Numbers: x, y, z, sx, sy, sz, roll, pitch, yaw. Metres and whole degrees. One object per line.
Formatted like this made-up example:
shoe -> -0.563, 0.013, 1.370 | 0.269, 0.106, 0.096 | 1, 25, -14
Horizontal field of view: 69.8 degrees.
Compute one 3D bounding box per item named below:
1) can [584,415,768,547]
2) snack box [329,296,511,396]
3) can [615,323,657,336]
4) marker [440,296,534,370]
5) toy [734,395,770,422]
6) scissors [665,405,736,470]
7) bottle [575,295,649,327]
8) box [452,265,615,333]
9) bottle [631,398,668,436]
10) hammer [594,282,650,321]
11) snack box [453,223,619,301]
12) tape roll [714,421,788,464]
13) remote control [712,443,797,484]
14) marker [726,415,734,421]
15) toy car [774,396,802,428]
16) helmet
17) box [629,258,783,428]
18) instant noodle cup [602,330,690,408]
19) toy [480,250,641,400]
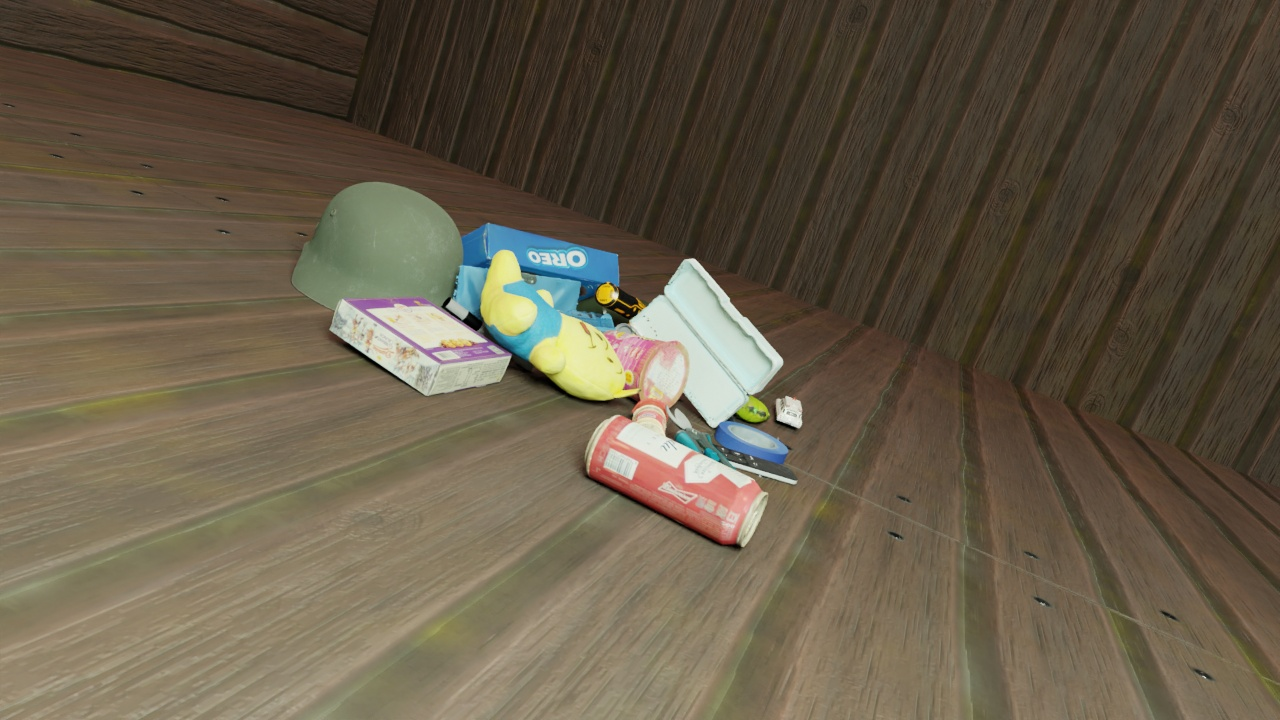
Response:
can -> 0.031, 0.112, 0.861 | 0.170, 0.067, 0.067 | 25, 14, 19
snack box -> -0.242, -0.021, 1.027 | 0.148, 0.041, 0.143 | 31, 16, 19
can -> 0.028, -0.009, 1.334 | 0.142, 0.079, 0.079 | 10, 16, -36
marker -> -0.185, -0.031, 1.133 | 0.140, 0.016, 0.016 | 39, 2, -29
toy -> 0.151, 0.065, 1.312 | 0.094, 0.036, 0.093 | 25, 6, -21
scissors -> 0.072, 0.103, 1.013 | 0.153, 0.019, 0.127 | 32, 25, 6
bottle -> -0.019, -0.067, 1.525 | 0.071, 0.071, 0.206 | 29, 16, 35
box -> -0.148, -0.076, 1.246 | 0.094, 0.102, 0.231 | -23, -17, 37
bottle -> 0.009, 0.075, 1.039 | 0.044, 0.044, 0.109 | 19, 13, -2
hammer -> 0.013, -0.063, 1.409 | 0.123, 0.036, 0.320 | 66, 16, 18
snack box -> -0.183, -0.133, 1.381 | 0.238, 0.056, 0.196 | 8, -15, -41
tape roll -> 0.141, 0.105, 1.169 | 0.093, 0.016, 0.091 | 18, 13, -6
remote control -> 0.117, 0.118, 1.096 | 0.146, 0.008, 0.045 | 17, 13, -10
marker -> 0.101, 0.057, 1.322 | 0.011, 0.011, 0.152 | 14, 14, -24
toy car -> 0.224, 0.072, 1.380 | 0.039, 0.039, 0.113 | 20, 13, 3
helmet -> -0.335, -0.155, 1.227 | 0.226, 0.154, 0.268 | 8, 18, -43
box -> 0.086, -0.025, 1.221 | 0.197, 0.137, 0.049 | 51, 22, 22
instant noodle cup -> -0.007, 0.007, 1.207 | 0.109, 0.098, 0.097 | 20, 10, 39
toy -> -0.104, -0.024, 1.111 | 0.214, 0.084, 0.148 | 38, 19, -33
